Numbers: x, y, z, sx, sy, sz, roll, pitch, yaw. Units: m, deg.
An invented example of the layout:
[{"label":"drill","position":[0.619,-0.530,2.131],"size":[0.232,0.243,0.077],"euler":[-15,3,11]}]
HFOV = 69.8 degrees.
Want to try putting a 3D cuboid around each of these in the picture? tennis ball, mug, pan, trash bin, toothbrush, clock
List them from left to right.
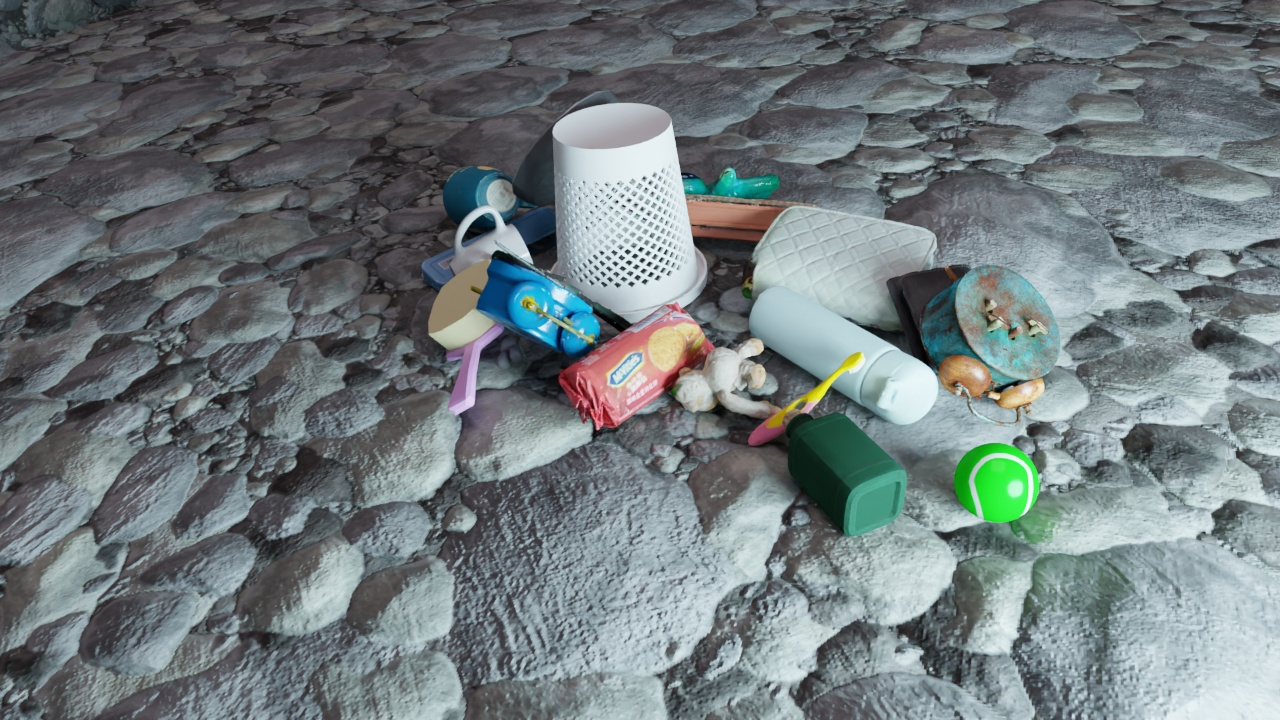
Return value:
[{"label":"mug","position":[-0.189,-0.132,1.115],"size":[0.089,0.107,0.071],"euler":[-26,29,-12]},{"label":"mug","position":[-0.196,-0.218,1.237],"size":[0.112,0.084,0.104],"euler":[2,7,-31]},{"label":"clock","position":[-0.104,-0.052,0.936],"size":[0.161,0.116,0.060],"euler":[22,82,55]},{"label":"pan","position":[-0.057,-0.279,1.249],"size":[0.041,0.179,0.356],"euler":[46,21,4]},{"label":"trash bin","position":[-0.023,-0.180,1.075],"size":[0.195,0.200,0.195],"euler":[-4,36,3]},{"label":"toothbrush","position":[0.156,0.038,0.859],"size":[0.135,0.016,0.021],"euler":[-40,48,11]},{"label":"clock","position":[0.333,-0.014,0.865],"size":[0.121,0.073,0.157],"euler":[15,62,-18]},{"label":"tennis ball","position":[0.293,0.100,0.757],"size":[0.065,0.065,0.065],"euler":[-4,36,3]}]

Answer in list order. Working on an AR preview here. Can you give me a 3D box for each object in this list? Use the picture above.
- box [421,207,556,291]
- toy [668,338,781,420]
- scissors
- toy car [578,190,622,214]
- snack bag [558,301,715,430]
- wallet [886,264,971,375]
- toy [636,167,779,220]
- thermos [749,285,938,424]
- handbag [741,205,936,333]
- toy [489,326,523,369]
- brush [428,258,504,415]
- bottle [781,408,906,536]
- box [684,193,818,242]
[{"label":"box","position":[-0.186,-0.142,1.205],"size":[0.209,0.037,0.066],"euler":[-32,49,-28]},{"label":"toy","position":[0.081,0.028,0.899],"size":[0.106,0.074,0.085],"euler":[-13,49,-2]},{"label":"scissors","position":[-0.093,-0.080,1.021],"size":[0.015,0.201,0.202],"euler":[-58,28,-6]},{"label":"toy car","position":[-0.054,-0.217,1.260],"size":[0.040,0.037,0.092],"euler":[3,12,15]},{"label":"snack bag","position":[-0.006,0.005,0.927],"size":[0.082,0.082,0.176],"euler":[27,47,37]},{"label":"wallet","position":[0.312,-0.044,0.936],"size":[0.089,0.026,0.115],"euler":[-12,74,-14]},{"label":"toy","position":[0.090,-0.217,1.227],"size":[0.193,0.072,0.131],"euler":[-8,-3,-7]},{"label":"thermos","position":[0.200,-0.007,0.919],"size":[0.077,0.065,0.207],"euler":[3,24,-42]},{"label":"handbag","position":[0.226,-0.099,1.039],"size":[0.195,0.072,0.138],"euler":[16,50,27]},{"label":"toy","position":[-0.149,-0.030,1.033],"size":[0.049,0.030,0.111],"euler":[-30,36,11]},{"label":"brush","position":[-0.190,-0.029,0.999],"size":[0.089,0.043,0.228],"euler":[-28,32,18]},{"label":"bottle","position":[0.167,0.086,0.799],"size":[0.061,0.061,0.131],"euler":[-17,37,-18]},{"label":"box","position":[0.136,-0.169,1.151],"size":[0.187,0.085,0.048],"euler":[9,45,17]}]
